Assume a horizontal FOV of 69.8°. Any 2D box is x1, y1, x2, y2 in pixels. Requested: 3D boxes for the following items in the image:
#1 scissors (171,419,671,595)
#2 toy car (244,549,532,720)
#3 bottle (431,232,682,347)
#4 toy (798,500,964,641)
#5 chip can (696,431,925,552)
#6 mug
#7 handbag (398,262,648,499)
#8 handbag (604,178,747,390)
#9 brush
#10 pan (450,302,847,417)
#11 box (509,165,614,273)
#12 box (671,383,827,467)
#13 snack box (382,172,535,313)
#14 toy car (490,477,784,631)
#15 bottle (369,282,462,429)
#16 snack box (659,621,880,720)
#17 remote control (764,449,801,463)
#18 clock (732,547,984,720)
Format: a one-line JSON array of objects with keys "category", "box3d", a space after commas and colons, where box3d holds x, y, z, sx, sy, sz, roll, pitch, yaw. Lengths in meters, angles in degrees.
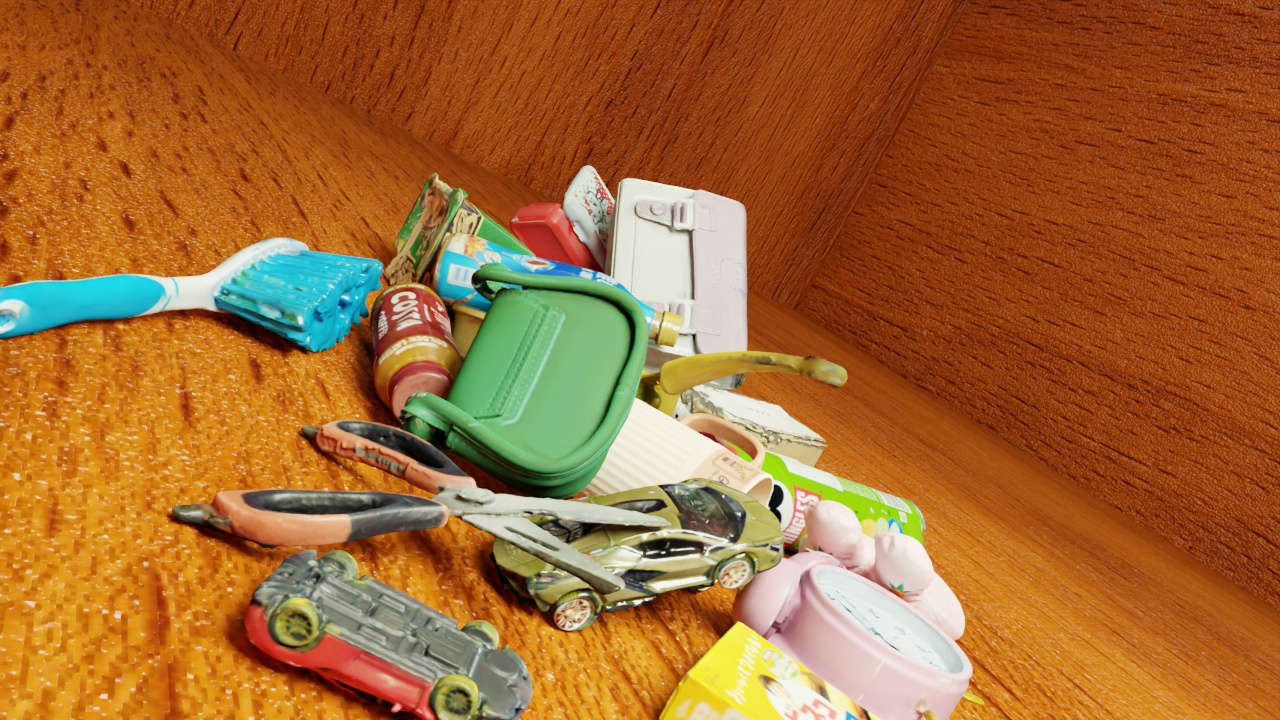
[{"category": "scissors", "box3d": [-0.096, 0.065, 0.437, 0.222, 0.015, 0.189, 6, 11, -19]}, {"category": "toy car", "box3d": [-0.090, 0.107, 0.337, 0.106, 0.031, 0.049, 26, 12, -5]}, {"category": "bottle", "box3d": [-0.071, -0.056, 0.813, 0.218, 0.065, 0.065, 15, 12, -3]}, {"category": "toy", "box3d": [0.156, 0.142, 0.614, 0.121, 0.054, 0.159, 23, -20, 34]}, {"category": "chip can", "box3d": [0.125, 0.115, 0.717, 0.235, 0.072, 0.072, 21, 13, -34]}, {"category": "mug", "box3d": [0.027, 0.074, 0.593, 0.106, 0.082, 0.114, 30, 47, 24]}, {"category": "handbag", "box3d": [-0.063, 0.009, 0.536, 0.120, 0.131, 0.068, 20, -26, -1]}, {"category": "handbag", "box3d": [0.037, -0.076, 0.919, 0.145, 0.196, 0.099, 8, -27, -11]}, {"category": "brush", "box3d": [-0.256, -0.037, 0.567, 0.109, 0.060, 0.314, 21, 14, -4]}, {"category": "pan", "box3d": [-0.004, 0.004, 0.679, 0.197, 0.078, 0.358, 20, -2, -42]}, {"category": "box", "box3d": [-0.047, -0.114, 1.033, 0.095, 0.101, 0.201, 4, -41, 40]}, {"category": "box", "box3d": [0.106, 0.075, 0.898, 0.184, 0.062, 0.090, 20, 14, -44]}, {"category": "snack box", "box3d": [-0.172, -0.103, 0.900, 0.105, 0.117, 0.118, 25, 9, -33]}, {"category": "toy car", "box3d": [0.001, 0.093, 0.479, 0.158, 0.042, 0.070, -7, 29, -21]}, {"category": "bottle", "box3d": [-0.154, -0.005, 0.629, 0.057, 0.057, 0.175, 23, 12, -24]}, {"category": "snack box", "box3d": [0.084, 0.181, 0.418, 0.140, 0.034, 0.086, 30, 10, 19]}, {"category": "remote control", "box3d": [0.075, 0.093, 0.740, 0.135, 0.056, 0.019, 21, 14, -36]}, {"category": "clock", "box3d": [0.112, 0.157, 0.522, 0.158, 0.060, 0.117, 32, 11, 31]}]
